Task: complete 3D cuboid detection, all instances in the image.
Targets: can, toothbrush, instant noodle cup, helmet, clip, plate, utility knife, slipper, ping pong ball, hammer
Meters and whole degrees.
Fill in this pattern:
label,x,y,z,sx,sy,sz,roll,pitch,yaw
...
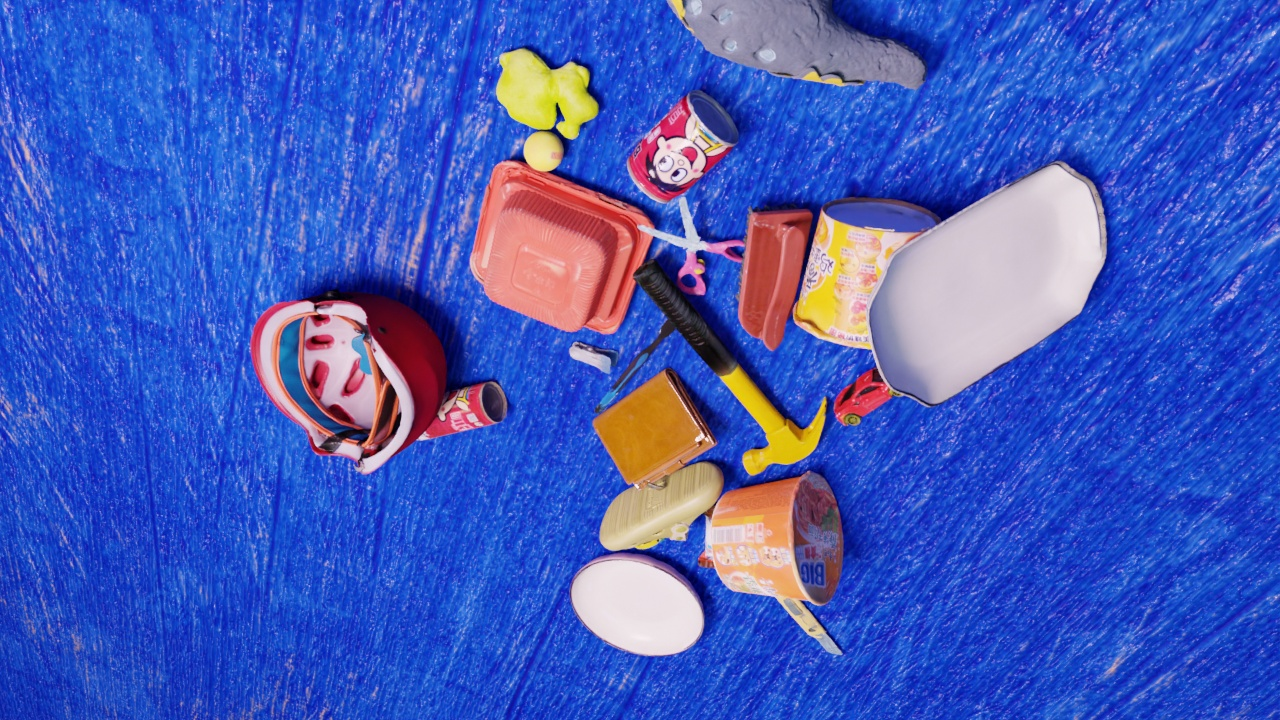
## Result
label,x,y,z,sx,sy,sz,roll,pitch,yaw
can,-0.237,0.065,1.157,0.133,0.053,0.053,-14,118,26
toothbrush,-0.006,0.006,1.070,0.014,0.016,0.190,28,130,-14
instant noodle cup,-0.095,-0.109,0.976,0.189,0.078,0.165,22,127,4
helmet,-0.331,0.008,1.097,0.240,0.143,0.207,22,119,24
clip,-0.056,-0.005,1.072,0.058,0.043,0.027,21,130,13
instant noodle cup,0.158,0.209,1.077,0.112,0.151,0.151,-9,120,32
plate,0.304,-0.070,0.816,0.265,0.034,0.162,-30,117,-13
instant noodle cup,0.218,-0.086,0.861,0.138,0.137,0.110,9,118,12
utility knife,0.211,0.331,1.221,0.031,0.020,0.190,-26,117,37
can,0.039,-0.202,0.876,0.066,0.066,0.094,43,125,-13
slipper,0.034,0.194,1.137,0.191,0.091,0.081,-30,113,29
plate,-0.002,0.332,1.273,0.192,0.038,0.193,9,126,12
ping pong ball,-0.098,-0.212,0.930,0.040,0.040,0.040,9,125,12
hammer,0.096,0.007,1.010,0.129,0.032,0.301,-29,116,30

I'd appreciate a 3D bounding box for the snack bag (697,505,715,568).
label,x,y,z,sx,sy,sz,roll,pitch,yaw
snack bag,0.099,0.226,1.176,0.048,0.026,0.104,4,125,1

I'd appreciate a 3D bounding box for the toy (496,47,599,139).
label,x,y,z,sx,sy,sz,roll,pitch,yaw
toy,-0.095,-0.261,0.900,0.100,0.031,0.097,-11,110,18

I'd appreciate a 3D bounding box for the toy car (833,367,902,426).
label,x,y,z,sx,sy,sz,roll,pitch,yaw
toy car,0.250,0.028,0.976,0.031,0.049,0.107,42,127,-14

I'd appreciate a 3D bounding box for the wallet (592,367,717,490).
label,x,y,z,sx,sy,sz,roll,pitch,yaw
wallet,0.017,0.090,1.084,0.131,0.035,0.119,-35,86,33

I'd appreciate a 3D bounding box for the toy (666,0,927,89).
label,x,y,z,sx,sy,sz,roll,pitch,yaw
toy,0.086,-0.330,0.760,0.138,0.091,0.356,-38,108,22

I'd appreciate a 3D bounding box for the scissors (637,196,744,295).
label,x,y,z,sx,sy,sz,roll,pitch,yaw
scissors,0.063,-0.117,0.943,0.130,0.017,0.133,-4,138,13

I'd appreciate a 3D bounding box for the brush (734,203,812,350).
label,x,y,z,sx,sy,sz,roll,pitch,yaw
brush,0.132,-0.081,0.918,0.063,0.069,0.146,-6,127,-15
